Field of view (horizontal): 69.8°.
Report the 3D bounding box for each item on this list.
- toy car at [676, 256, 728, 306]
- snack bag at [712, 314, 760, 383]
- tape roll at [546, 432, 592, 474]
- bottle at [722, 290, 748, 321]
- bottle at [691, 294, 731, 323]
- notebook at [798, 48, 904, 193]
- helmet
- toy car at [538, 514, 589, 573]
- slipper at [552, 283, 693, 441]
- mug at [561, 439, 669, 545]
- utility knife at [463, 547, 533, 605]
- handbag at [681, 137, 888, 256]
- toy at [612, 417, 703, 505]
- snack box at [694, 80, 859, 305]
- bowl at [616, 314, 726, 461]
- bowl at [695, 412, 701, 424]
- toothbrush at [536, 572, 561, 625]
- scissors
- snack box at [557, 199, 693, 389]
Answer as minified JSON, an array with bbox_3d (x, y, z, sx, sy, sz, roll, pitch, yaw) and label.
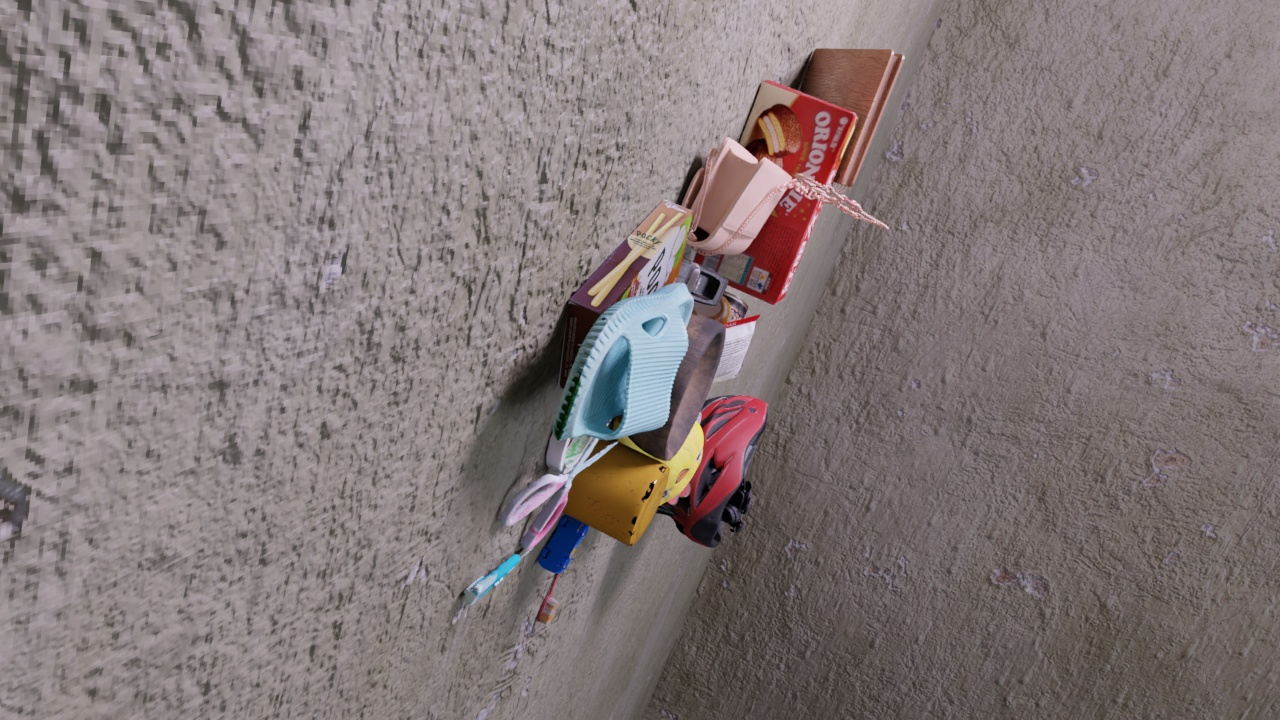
[{"bbox_3d":[0.061,-0.086,1.010,0.092,0.037,0.040,17,101,-44],"label":"toy car"},{"bbox_3d":[0.075,0.002,1.137,0.130,0.039,0.144,-15,151,-16],"label":"snack bag"},{"bbox_3d":[-0.062,0.066,0.902,0.093,0.018,0.094,-60,166,-26],"label":"tape roll"},{"bbox_3d":[0.102,-0.039,1.270,0.105,0.056,0.056,-63,166,-11],"label":"bottle"},{"bbox_3d":[0.083,-0.042,1.175,0.063,0.063,0.109,-60,165,-24],"label":"bottle"},{"bbox_3d":[0.240,-0.305,1.155,0.210,0.022,0.169,-128,-124,-66],"label":"notebook"},{"bbox_3d":[0.121,0.163,1.462,0.271,0.167,0.218,-52,161,-44],"label":"helmet"},{"bbox_3d":[-0.079,0.210,1.049,0.091,0.033,0.062,-58,158,-29],"label":"toy car"},{"bbox_3d":[0.007,-0.003,0.800,0.275,0.069,0.116,-38,147,-64],"label":"slipper"},{"bbox_3d":[-0.026,0.141,1.008,0.100,0.094,0.124,-64,167,-5],"label":"mug"},{"bbox_3d":[-0.131,0.199,0.879,0.022,0.015,0.148,-52,172,15],"label":"utility knife"},{"bbox_3d":[0.140,-0.137,0.955,0.117,0.187,0.198,-62,164,12],"label":"handbag"},{"bbox_3d":[0.017,0.109,1.145,0.133,0.092,0.208,-49,152,-19],"label":"toy"},{"bbox_3d":[0.158,-0.196,1.082,0.060,0.113,0.237,-31,143,-67],"label":"snack box"},{"bbox_3d":[0.030,0.023,0.998,0.161,0.070,0.162,-60,165,-28],"label":"bowl"},{"bbox_3d":[0.040,0.116,1.315,0.114,0.050,0.115,-59,165,-26],"label":"bowl"},{"bbox_3d":[-0.087,0.240,1.124,0.184,0.016,0.015,-69,160,6],"label":"toothbrush"},{"bbox_3d":[-0.081,0.123,0.878,0.171,0.013,0.174,-55,162,17],"label":"scissors"},{"bbox_3d":[-0.012,-0.059,0.843,0.185,0.032,0.101,-52,161,-44],"label":"snack box"}]
